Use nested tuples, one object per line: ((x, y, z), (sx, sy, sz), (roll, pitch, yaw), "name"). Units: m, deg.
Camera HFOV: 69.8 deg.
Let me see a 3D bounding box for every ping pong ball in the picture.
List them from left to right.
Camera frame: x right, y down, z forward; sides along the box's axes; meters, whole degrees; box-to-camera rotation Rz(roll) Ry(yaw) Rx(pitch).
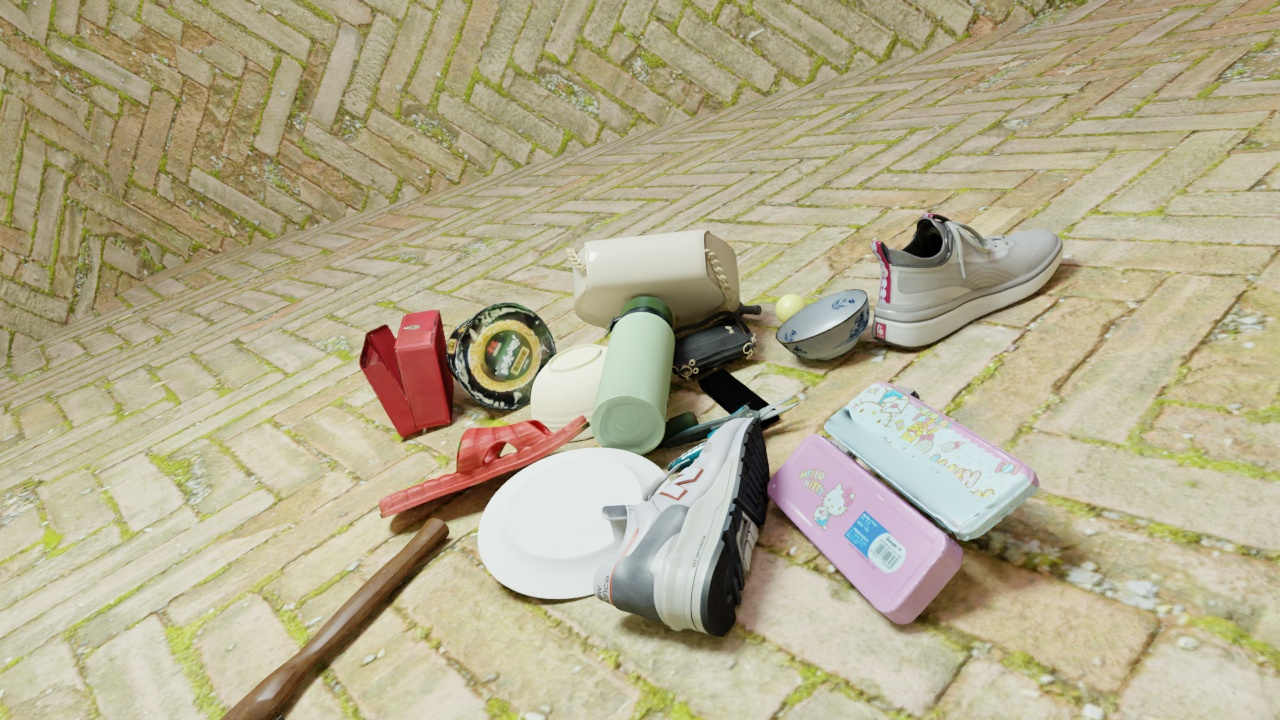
((0.192, -0.064, 1.165), (0.040, 0.040, 0.040), (-15, 22, 6), "ping pong ball")

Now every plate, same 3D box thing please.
((-0.060, 0.139, 0.851), (0.189, 0.016, 0.188), (-8, 36, 6), "plate")

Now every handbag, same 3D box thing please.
((0.019, -0.103, 1.173), (0.211, 0.103, 0.208), (-5, -15, 7), "handbag")
((0.080, -0.013, 1.112), (0.128, 0.054, 0.079), (-20, 20, -11), "handbag")

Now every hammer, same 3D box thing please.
((-0.275, 0.245, 0.816), (0.115, 0.033, 0.321), (-6, 25, 32), "hammer")

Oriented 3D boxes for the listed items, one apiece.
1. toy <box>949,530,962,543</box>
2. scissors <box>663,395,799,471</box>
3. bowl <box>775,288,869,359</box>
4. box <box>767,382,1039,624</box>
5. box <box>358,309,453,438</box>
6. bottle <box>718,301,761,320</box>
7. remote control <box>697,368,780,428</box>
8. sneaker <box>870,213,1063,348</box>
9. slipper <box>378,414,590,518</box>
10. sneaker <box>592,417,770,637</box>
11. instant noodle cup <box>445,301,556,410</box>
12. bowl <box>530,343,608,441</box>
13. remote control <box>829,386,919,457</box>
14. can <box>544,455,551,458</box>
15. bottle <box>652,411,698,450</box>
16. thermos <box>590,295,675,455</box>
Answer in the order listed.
((0.245, 0.103, 0.732), (0.054, 0.042, 0.101), (15, 21, -25), "toy")
((0.085, 0.075, 0.935), (0.147, 0.019, 0.124), (-43, 29, -26), "scissors")
((0.216, -0.033, 1.054), (0.114, 0.045, 0.114), (-28, 15, 8), "bowl")
((0.194, 0.098, 0.724), (0.151, 0.035, 0.214), (-44, 24, 0), "box")
((-0.303, 0.014, 1.248), (0.110, 0.134, 0.157), (-21, 23, -5), "box")
((0.116, -0.069, 1.248), (0.113, 0.030, 0.030), (4, 31, 43), "bottle")
((0.106, 0.043, 1.016), (0.034, 0.013, 0.150), (-26, 23, -9), "remote control")
((0.367, -0.118, 1.043), (0.262, 0.129, 0.097), (-23, 24, -17), "sneaker")
((-0.174, 0.101, 0.994), (0.249, 0.059, 0.103), (-22, -1, 5), "slipper")
((0.031, 0.129, 0.774), (0.124, 0.089, 0.239), (-6, 28, 20), "sneaker")
((-0.196, -0.006, 1.222), (0.137, 0.137, 0.112), (-28, 15, -24), "instant noodle cup")
((-0.068, 0.028, 1.104), (0.151, 0.075, 0.150), (-15, 23, 7), "bowl")
((0.219, 0.063, 0.884), (0.136, 0.013, 0.033), (-34, 26, -31), "remote control")
((-0.082, 0.128, 0.936), (0.032, 0.032, 0.095), (-21, 23, -8), "can")
((0.011, 0.083, 0.980), (0.106, 0.025, 0.025), (-21, 23, -7), "bottle")
((-0.006, 0.006, 1.011), (0.082, 0.082, 0.230), (-12, 30, 14), "thermos")
